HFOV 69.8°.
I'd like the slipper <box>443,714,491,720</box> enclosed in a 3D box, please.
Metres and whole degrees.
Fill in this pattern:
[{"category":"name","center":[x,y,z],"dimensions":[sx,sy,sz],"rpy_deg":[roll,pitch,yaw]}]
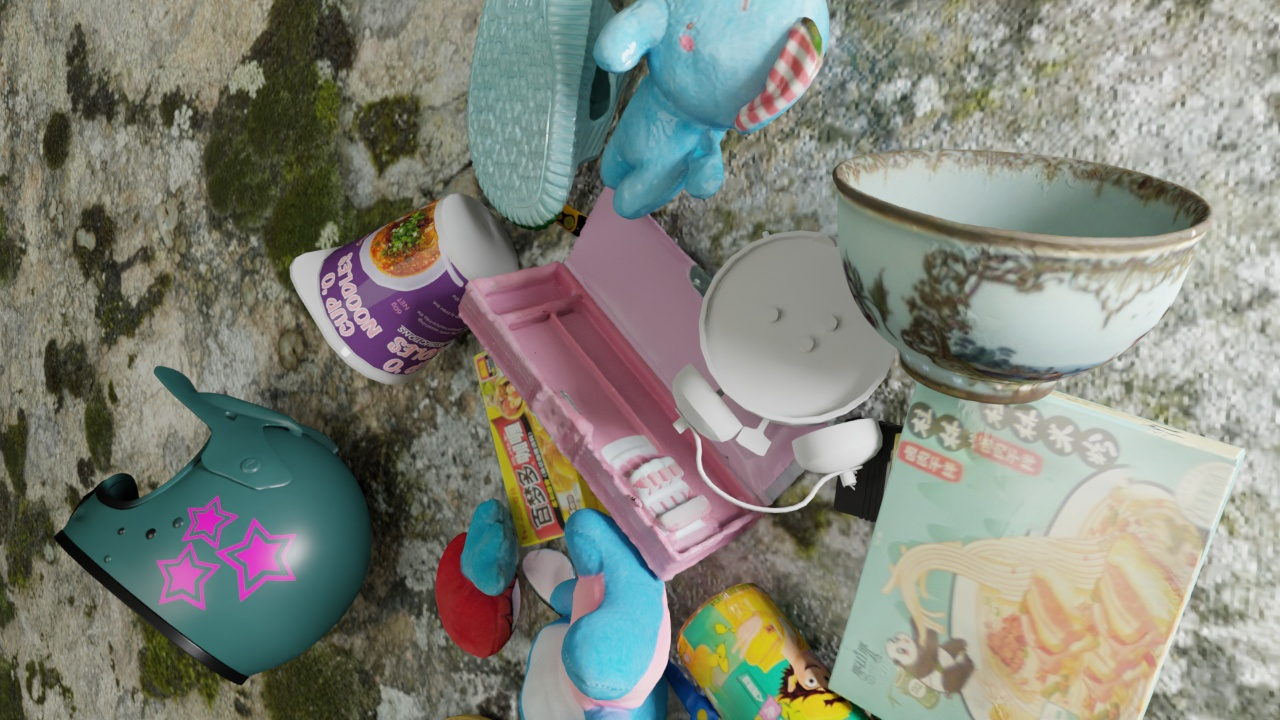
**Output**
[{"category":"slipper","center":[-0.090,0.367,0.685],"dimensions":[0.263,0.078,0.100],"rpy_deg":[30,108,32]}]

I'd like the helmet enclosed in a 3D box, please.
[{"category":"helmet","center":[-0.357,0.132,0.800],"dimensions":[0.275,0.199,0.177],"rpy_deg":[29,155,19]}]

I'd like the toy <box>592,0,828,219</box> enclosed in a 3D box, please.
[{"category":"toy","center":[0.025,-0.170,0.540],"dimensions":[0.181,0.114,0.183],"rpy_deg":[-46,42,25]}]

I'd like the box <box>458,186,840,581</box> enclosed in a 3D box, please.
[{"category":"box","center":[-0.002,0.002,0.574],"dimensions":[0.232,0.106,0.116],"rpy_deg":[51,135,21]}]

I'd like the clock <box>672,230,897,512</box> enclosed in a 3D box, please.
[{"category":"clock","center":[0.081,0.005,0.507],"dimensions":[0.120,0.061,0.159],"rpy_deg":[17,82,14]}]

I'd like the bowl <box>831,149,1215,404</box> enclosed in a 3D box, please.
[{"category":"bowl","center":[0.165,-0.037,0.428],"dimensions":[0.160,0.159,0.094],"rpy_deg":[21,121,35]}]

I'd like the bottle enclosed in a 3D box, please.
[{"category":"bottle","center":[0.102,0.223,0.512],"dimensions":[0.209,0.068,0.068],"rpy_deg":[49,120,37]}]

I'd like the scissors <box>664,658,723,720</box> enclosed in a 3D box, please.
[{"category":"scissors","center":[0.042,0.240,0.600],"dimensions":[0.125,0.016,0.123],"rpy_deg":[42,107,48]}]

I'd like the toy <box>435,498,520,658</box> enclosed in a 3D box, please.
[{"category":"toy","center":[-0.119,0.163,0.698],"dimensions":[0.092,0.062,0.133],"rpy_deg":[52,131,40]}]

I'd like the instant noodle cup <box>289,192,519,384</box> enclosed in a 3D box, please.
[{"category":"instant noodle cup","center":[-0.169,-0.065,0.696],"dimensions":[0.122,0.136,0.121],"rpy_deg":[-28,48,25]}]

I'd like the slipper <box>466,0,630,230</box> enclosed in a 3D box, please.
[{"category":"slipper","center":[-0.061,-0.228,0.633],"dimensions":[0.116,0.069,0.276],"rpy_deg":[12,101,39]}]

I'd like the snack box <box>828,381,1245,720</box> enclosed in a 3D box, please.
[{"category":"snack box","center":[0.187,0.111,0.459],"dimensions":[0.141,0.044,0.194],"rpy_deg":[22,106,35]}]

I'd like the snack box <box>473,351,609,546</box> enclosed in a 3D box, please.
[{"category":"snack box","center":[-0.075,0.057,0.686],"dimensions":[0.075,0.025,0.152],"rpy_deg":[-22,79,36]}]

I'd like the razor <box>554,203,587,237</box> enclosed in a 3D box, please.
[{"category":"razor","center":[-0.056,-0.107,0.667],"dimensions":[0.144,0.021,0.044],"rpy_deg":[36,113,28]}]

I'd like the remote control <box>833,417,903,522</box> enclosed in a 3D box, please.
[{"category":"remote control","center":[0.173,0.071,0.505],"dimensions":[0.134,0.013,0.058],"rpy_deg":[10,99,37]}]

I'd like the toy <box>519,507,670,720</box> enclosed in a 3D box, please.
[{"category":"toy","center":[-0.030,0.186,0.592],"dimensions":[0.223,0.099,0.192],"rpy_deg":[-108,20,-49]}]
